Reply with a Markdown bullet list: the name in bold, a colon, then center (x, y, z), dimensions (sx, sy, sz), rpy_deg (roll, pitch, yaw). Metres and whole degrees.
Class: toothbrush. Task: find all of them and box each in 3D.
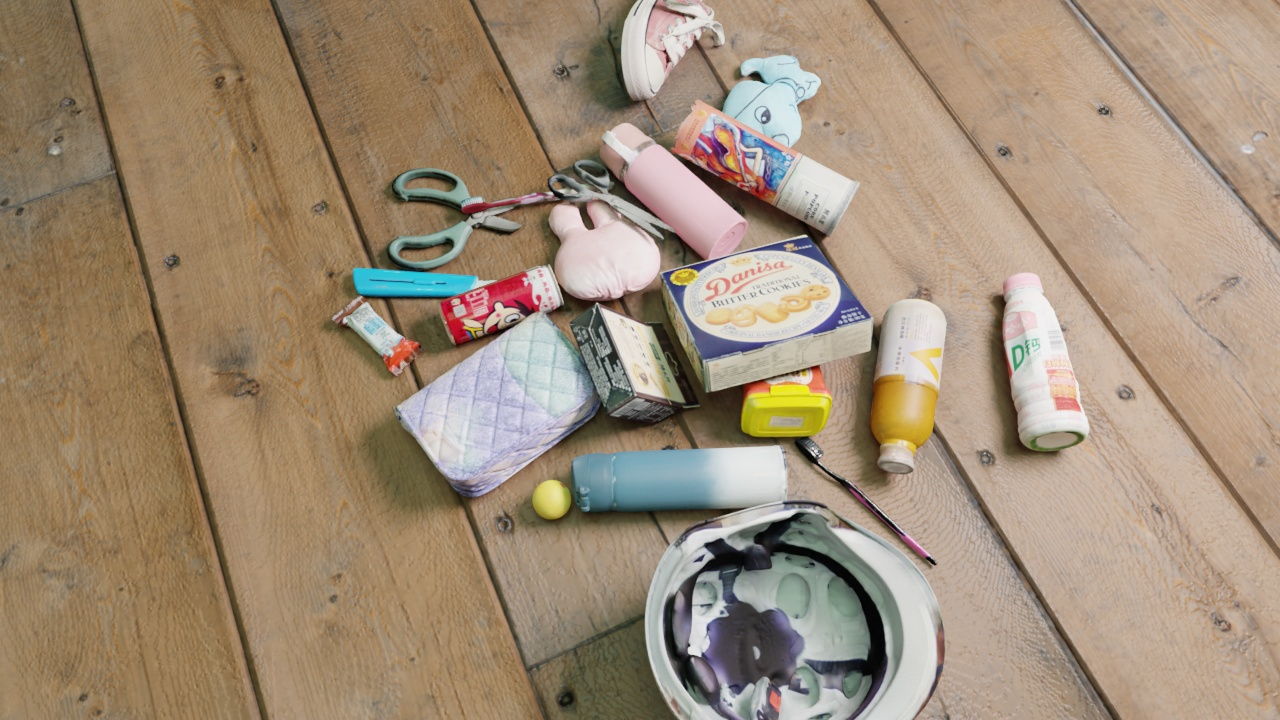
- **toothbrush**: center (0.236, 0.145, 0.960), dimensions (0.189, 0.014, 0.017), rpy_deg (42, 61, 16)
- **toothbrush**: center (-0.123, -0.199, 1.103), dimensions (0.187, 0.016, 0.017), rpy_deg (-12, 60, -11)

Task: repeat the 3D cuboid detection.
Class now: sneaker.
- **sneaker**: center (0.048, -0.428, 1.167), dimensions (0.088, 0.118, 0.240), rpy_deg (8, 59, 26)

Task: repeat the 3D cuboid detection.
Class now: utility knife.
- **utility knife**: center (-0.232, -0.088, 1.063), dimensions (0.204, 0.018, 0.034), rpy_deg (2, 66, 0)

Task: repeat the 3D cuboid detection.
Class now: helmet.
- **helmet**: center (0.127, 0.254, 0.840), dimensions (0.258, 0.146, 0.228), rpy_deg (-3, 67, -10)

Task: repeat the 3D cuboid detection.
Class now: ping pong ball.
- **ping pong ball**: center (-0.091, 0.144, 0.947), dimensions (0.040, 0.040, 0.040), rpy_deg (0, 66, 0)

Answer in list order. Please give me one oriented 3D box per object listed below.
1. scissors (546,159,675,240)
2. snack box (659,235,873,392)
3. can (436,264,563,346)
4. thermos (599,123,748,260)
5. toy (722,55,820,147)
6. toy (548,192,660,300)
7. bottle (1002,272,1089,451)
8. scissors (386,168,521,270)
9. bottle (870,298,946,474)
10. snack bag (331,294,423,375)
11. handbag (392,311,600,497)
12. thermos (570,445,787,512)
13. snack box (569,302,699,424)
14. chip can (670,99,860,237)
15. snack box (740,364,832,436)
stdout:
- **scissors**: center (-0.028, -0.191, 1.074), dimensions (0.171, 0.014, 0.150), rpy_deg (4, 47, 5)
- **snack box**: center (0.128, -0.055, 0.989), dimensions (0.178, 0.046, 0.182), rpy_deg (-15, 39, -6)
- **can**: center (-0.156, -0.063, 1.029), dimensions (0.132, 0.053, 0.053), rpy_deg (-20, 68, -6)
- **thermos**: center (0.032, -0.202, 1.075), dimensions (0.198, 0.087, 0.067), rpy_deg (46, 102, 16)
- **toy**: center (0.158, -0.321, 1.146), dimensions (0.156, 0.050, 0.161), rpy_deg (-29, 59, -10)
- **toy**: center (-0.046, -0.132, 1.062), dimensions (0.121, 0.054, 0.159), rpy_deg (-17, 55, -7)
- **bottle**: center (0.430, -0.003, 0.997), dimensions (0.068, 0.068, 0.196), rpy_deg (-1, 62, 0)
- **scissors**: center (-0.233, -0.185, 1.105), dimensions (0.174, 0.019, 0.176), rpy_deg (-24, 67, -10)
- **bottle**: center (0.284, 0.027, 0.981), dimensions (0.068, 0.068, 0.189), rpy_deg (12, 67, 6)
- **snack bag**: center (-0.296, -0.030, 1.033), dimensions (0.104, 0.026, 0.048), rpy_deg (36, 65, 16)
- **handbag**: center (-0.147, 0.047, 0.973), dimensions (0.193, 0.076, 0.134), rpy_deg (-34, 66, -15)
- **thermos**: center (0.038, 0.121, 0.944), dimensions (0.220, 0.070, 0.070), rpy_deg (-1, 66, 0)
- **snack box**: center (-0.006, 0.006, 0.979), dimensions (0.053, 0.125, 0.113), rpy_deg (-32, 66, 21)
- **chip can**: center (0.145, -0.227, 1.078), dimensions (0.215, 0.071, 0.071), rpy_deg (30, 69, 5)
- **snack box**: center (0.151, 0.034, 0.977), dimensions (0.091, 0.082, 0.080), rpy_deg (-1, 52, 0)
